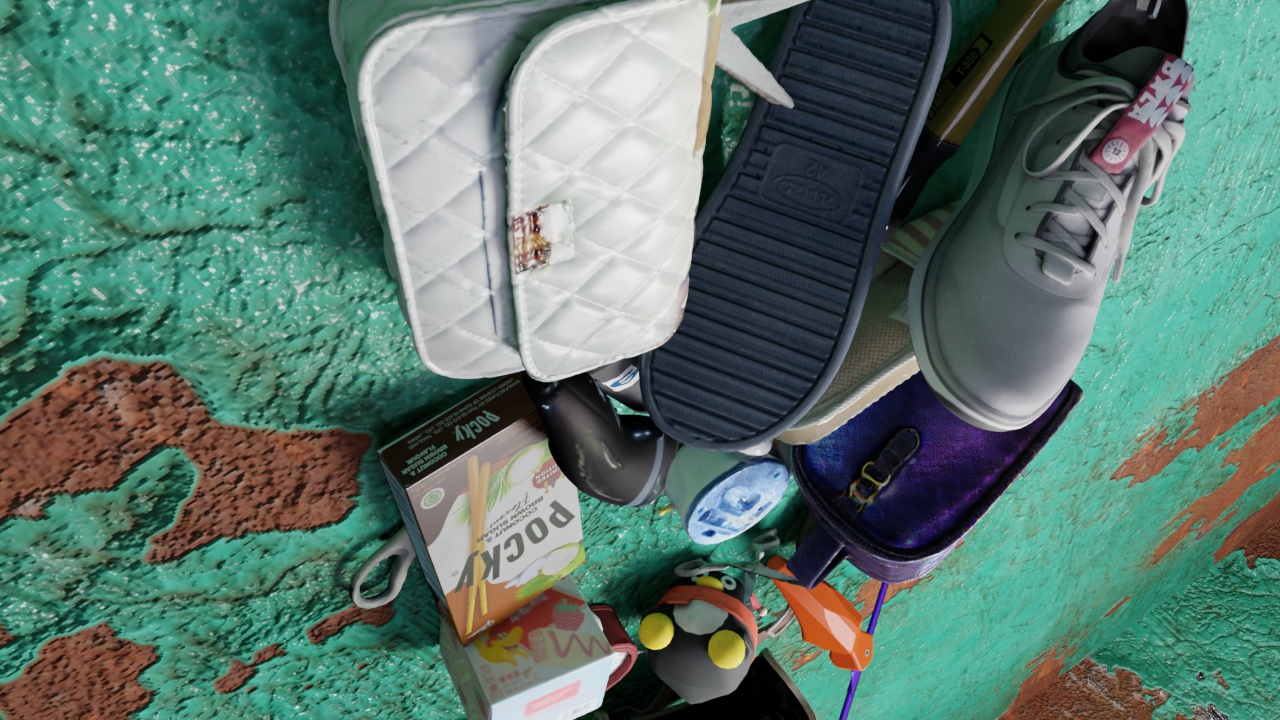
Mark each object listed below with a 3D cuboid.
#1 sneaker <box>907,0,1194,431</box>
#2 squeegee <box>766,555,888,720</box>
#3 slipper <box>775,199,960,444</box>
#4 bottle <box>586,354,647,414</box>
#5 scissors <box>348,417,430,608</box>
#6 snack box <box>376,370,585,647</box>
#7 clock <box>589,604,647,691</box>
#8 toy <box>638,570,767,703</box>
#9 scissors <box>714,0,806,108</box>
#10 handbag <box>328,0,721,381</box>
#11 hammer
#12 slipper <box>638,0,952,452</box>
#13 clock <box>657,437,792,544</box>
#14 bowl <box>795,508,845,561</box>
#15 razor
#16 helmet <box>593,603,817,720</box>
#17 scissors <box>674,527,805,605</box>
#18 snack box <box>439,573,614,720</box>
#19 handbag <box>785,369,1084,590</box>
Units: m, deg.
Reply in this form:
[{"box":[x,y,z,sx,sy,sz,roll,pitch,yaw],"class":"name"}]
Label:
[{"box":[0.220,-0.086,0.466,0.262,0.097,0.129,-64,180,-23],"class":"sneaker"},{"box":[0.169,0.236,0.829,0.185,0.055,0.248,48,53,-28],"class":"squeegee"},{"box":[0.178,-0.044,0.584,0.263,0.115,0.052,-36,126,2],"class":"slipper"},{"box":[-0.003,0.003,0.536,0.047,0.047,0.112,-43,143,8],"class":"bottle"},{"box":[-0.124,0.096,0.569,0.163,0.012,0.153,-47,145,7],"class":"scissors"},{"box":[-0.089,0.094,0.564,0.100,0.031,0.186,-32,145,-24],"class":"snack box"},{"box":[-0.053,0.245,0.762,0.087,0.044,0.124,-44,144,10],"class":"clock"},{"box":[0.058,0.229,0.795,0.118,0.098,0.100,-59,152,-50],"class":"toy"},{"box":[-0.011,-0.150,0.367,0.199,0.015,0.179,-23,136,0],"class":"scissors"},{"box":[-0.038,-0.069,0.372,0.138,0.072,0.195,-13,144,-11],"class":"handbag"},{"box":[0.143,-0.104,0.499,0.025,0.117,0.334,7,132,-33],"class":"hammer"},{"box":[0.084,-0.074,0.482,0.264,0.101,0.082,-68,169,17],"class":"slipper"},{"box":[0.073,0.080,0.677,0.125,0.052,0.088,-45,142,11],"class":"clock"},{"box":[0.188,0.147,0.860,0.119,0.032,0.119,-22,141,-19],"class":"bowl"},{"box":[-0.020,0.036,0.494,0.064,0.053,0.140,-29,148,1],"class":"razor"},{"box":[0.075,0.384,0.897,0.233,0.253,0.234,-17,149,-11],"class":"helmet"},{"box":[0.098,0.168,0.762,0.142,0.014,0.164,-8,-174,39],"class":"scissors"},{"box":[-0.084,0.206,0.652,0.092,0.094,0.080,-15,138,-27],"class":"snack box"},{"box":[0.193,0.081,0.673,0.222,0.125,0.205,-45,158,-2],"class":"handbag"}]
